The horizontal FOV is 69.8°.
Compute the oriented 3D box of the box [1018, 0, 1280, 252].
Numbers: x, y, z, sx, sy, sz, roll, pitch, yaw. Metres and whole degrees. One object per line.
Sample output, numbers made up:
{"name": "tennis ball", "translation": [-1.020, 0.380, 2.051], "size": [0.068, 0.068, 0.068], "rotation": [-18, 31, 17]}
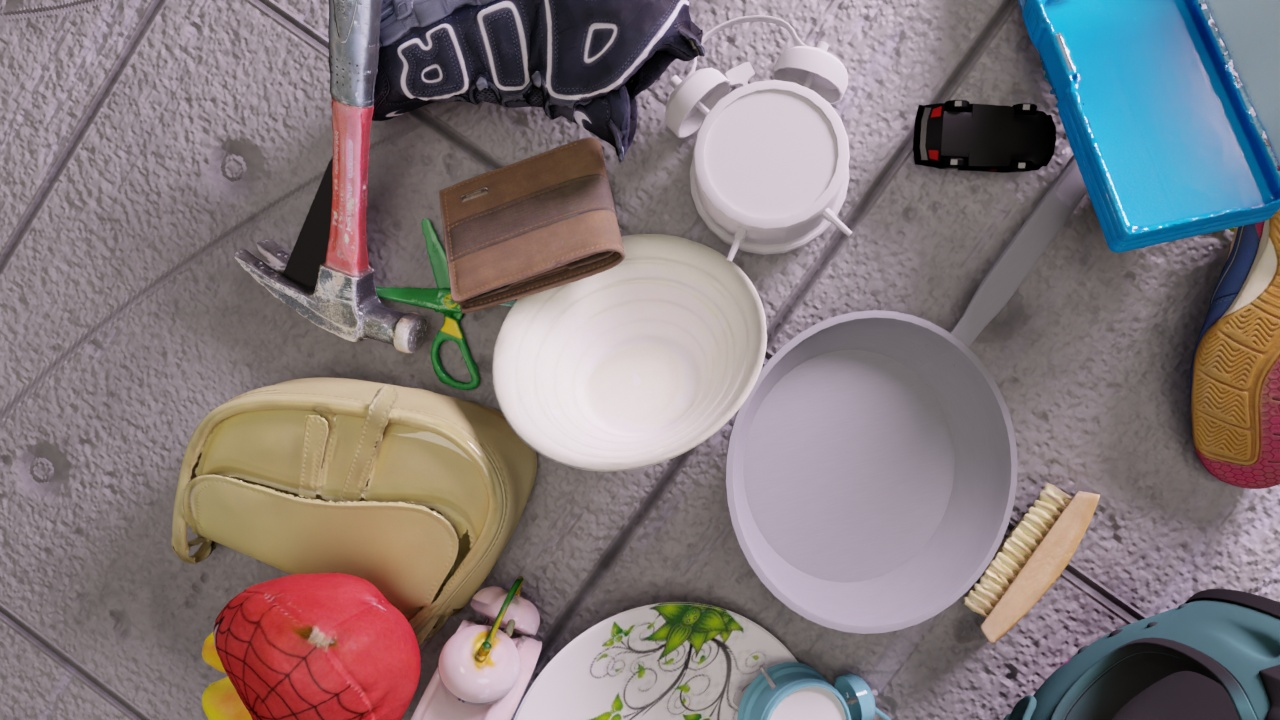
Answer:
{"name": "box", "translation": [0.318, -0.197, 0.526], "size": [0.171, 0.070, 0.243], "rotation": [-22, 67, 32]}

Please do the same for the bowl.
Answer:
{"name": "bowl", "translation": [-0.004, 0.003, 0.596], "size": [0.177, 0.058, 0.176], "rotation": [-7, 56, 10]}

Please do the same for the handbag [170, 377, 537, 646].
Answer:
{"name": "handbag", "translation": [-0.202, 0.093, 0.629], "size": [0.233, 0.088, 0.191], "rotation": [20, 99, 5]}

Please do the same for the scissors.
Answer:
{"name": "scissors", "translation": [-0.127, -0.043, 0.649], "size": [0.130, 0.011, 0.125], "rotation": [-17, 93, 7]}

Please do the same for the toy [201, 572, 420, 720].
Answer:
{"name": "toy", "translation": [-0.213, 0.207, 0.592], "size": [0.147, 0.098, 0.217], "rotation": [35, 136, 0]}

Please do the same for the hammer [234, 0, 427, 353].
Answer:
{"name": "hammer", "translation": [-0.187, -0.164, 0.570], "size": [0.140, 0.036, 0.327], "rotation": [21, 121, 13]}

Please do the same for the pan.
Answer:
{"name": "pan", "translation": [0.190, 0.006, 0.592], "size": [0.200, 0.051, 0.356], "rotation": [37, 81, -12]}

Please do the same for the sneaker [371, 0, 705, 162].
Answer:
{"name": "sneaker", "translation": [-0.066, -0.186, 0.588], "size": [0.253, 0.097, 0.151], "rotation": [-23, 97, 21]}

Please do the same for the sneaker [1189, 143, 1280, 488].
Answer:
{"name": "sneaker", "translation": [0.403, -0.038, 0.567], "size": [0.116, 0.090, 0.242], "rotation": [9, 114, 11]}

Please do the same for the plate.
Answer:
{"name": "plate", "translation": [0.018, 0.279, 0.629], "size": [0.229, 0.030, 0.229], "rotation": [1, 87, -13]}

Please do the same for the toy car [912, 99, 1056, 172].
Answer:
{"name": "toy car", "translation": [0.221, -0.144, 0.594], "size": [0.091, 0.036, 0.042], "rotation": [2, 95, -4]}

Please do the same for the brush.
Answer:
{"name": "brush", "translation": [0.256, 0.130, 0.601], "size": [0.039, 0.049, 0.117], "rotation": [38, 98, 25]}

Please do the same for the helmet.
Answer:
{"name": "helmet", "translation": [0.289, 0.241, 0.492], "size": [0.200, 0.275, 0.176], "rotation": [-42, 62, -3]}

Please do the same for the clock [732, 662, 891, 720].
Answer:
{"name": "clock", "translation": [0.121, 0.251, 0.620], "size": [0.123, 0.042, 0.087], "rotation": [24, 83, -16]}

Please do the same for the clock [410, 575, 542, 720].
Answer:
{"name": "clock", "translation": [-0.108, 0.215, 0.605], "size": [0.059, 0.116, 0.158], "rotation": [26, 105, -1]}

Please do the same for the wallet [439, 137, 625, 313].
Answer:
{"name": "wallet", "translation": [-0.076, -0.092, 0.618], "size": [0.121, 0.027, 0.098], "rotation": [-17, 63, 9]}

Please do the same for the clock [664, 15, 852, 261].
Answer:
{"name": "clock", "translation": [0.080, -0.146, 0.598], "size": [0.120, 0.061, 0.159], "rotation": [-12, 83, 6]}
